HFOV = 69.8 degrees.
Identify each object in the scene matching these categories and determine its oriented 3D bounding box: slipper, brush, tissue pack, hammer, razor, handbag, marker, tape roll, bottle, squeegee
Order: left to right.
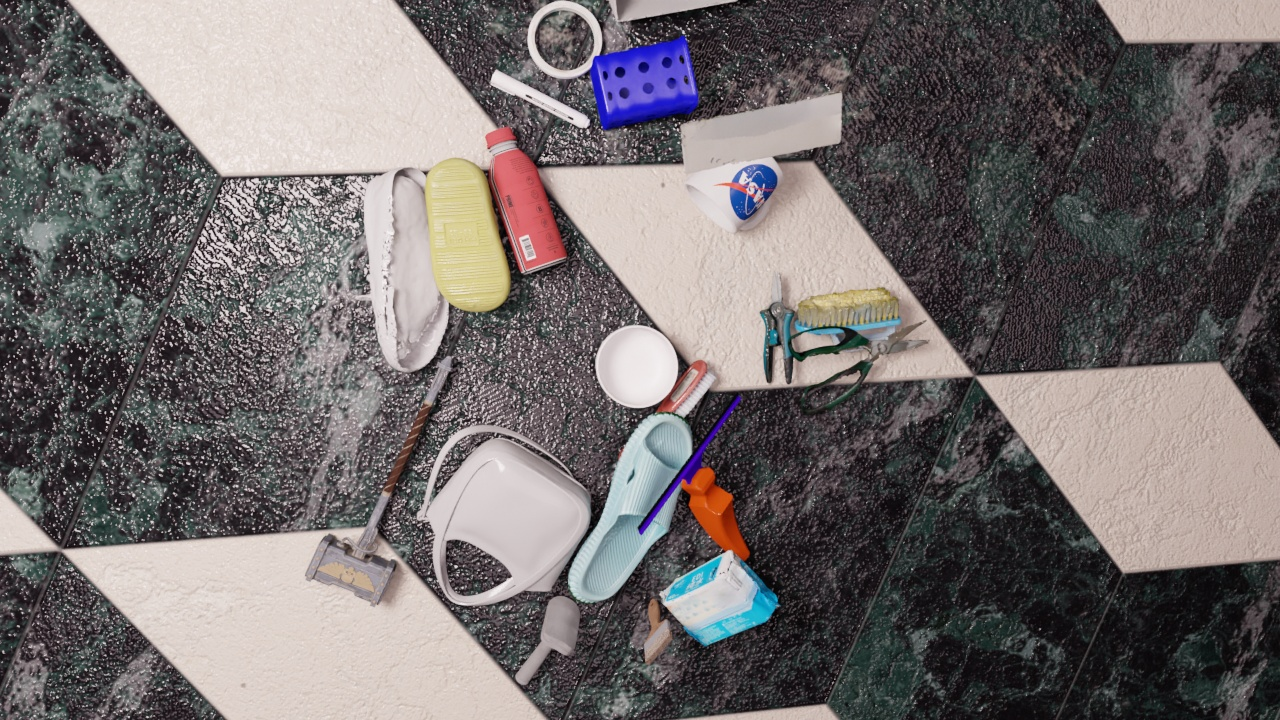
[{"bbox_3d":[-0.306,0.142,1.150,0.098,0.044,0.322,25,91,-9],"label":"hammer"},{"bbox_3d":[-0.294,-0.108,1.119,0.112,0.075,0.247,-9,99,-38],"label":"slipper"},{"bbox_3d":[-0.213,-0.155,1.122,0.091,0.081,0.191,-9,113,-3],"label":"slipper"},{"bbox_3d":[-0.190,0.213,1.171,0.216,0.095,0.223,34,102,-8],"label":"handbag"},{"bbox_3d":[-0.147,-0.199,1.135,0.062,0.062,0.176,-20,97,-6],"label":"bottle"},{"bbox_3d":[-0.125,-0.325,1.151,0.133,0.017,0.020,25,127,-9],"label":"marker"},{"bbox_3d":[-0.126,0.375,1.188,0.047,0.088,0.116,31,109,-9],"label":"razor"},{"bbox_3d":[-0.095,-0.401,1.150,0.093,0.013,0.093,-1,95,-7],"label":"tape roll"},{"bbox_3d":[-0.002,0.198,1.169,0.116,0.069,0.276,24,96,-43],"label":"slipper"},{"bbox_3d":[0.020,0.333,1.160,0.008,0.143,0.045,40,97,-8],"label":"brush"},{"bbox_3d":[0.036,0.073,1.197,0.030,0.041,0.172,40,91,-24],"label":"brush"},{"bbox_3d":[0.095,0.191,1.194,0.248,0.055,0.185,-49,120,-35],"label":"squeegee"},{"bbox_3d":[0.099,0.308,1.189,0.145,0.061,0.093,-36,105,33],"label":"tissue pack"},{"bbox_3d":[0.270,-0.049,1.210,0.136,0.055,0.075,-7,117,-7],"label":"brush"}]

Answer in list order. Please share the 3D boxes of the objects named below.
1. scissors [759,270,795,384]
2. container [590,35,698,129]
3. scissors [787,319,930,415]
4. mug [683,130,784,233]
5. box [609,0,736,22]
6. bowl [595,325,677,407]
[{"bbox_3d":[0.175,-0.038,1.208,0.129,0.019,0.139,48,119,17],"label":"scissors"},{"bbox_3d":[0.002,-0.339,1.133,0.113,0.085,0.084,-13,95,-5],"label":"container"},{"bbox_3d":[0.288,0.010,1.211,0.209,0.015,0.155,-6,121,-10],"label":"scissors"},{"bbox_3d":[0.125,-0.216,1.164,0.090,0.091,0.121,-47,134,-2],"label":"mug"},{"bbox_3d":[0.058,-0.496,0.916,0.166,0.506,0.148,-13,92,-6],"label":"box"},{"bbox_3d":[-0.007,0.007,1.176,0.105,0.054,0.105,0,93,-8],"label":"bowl"}]
